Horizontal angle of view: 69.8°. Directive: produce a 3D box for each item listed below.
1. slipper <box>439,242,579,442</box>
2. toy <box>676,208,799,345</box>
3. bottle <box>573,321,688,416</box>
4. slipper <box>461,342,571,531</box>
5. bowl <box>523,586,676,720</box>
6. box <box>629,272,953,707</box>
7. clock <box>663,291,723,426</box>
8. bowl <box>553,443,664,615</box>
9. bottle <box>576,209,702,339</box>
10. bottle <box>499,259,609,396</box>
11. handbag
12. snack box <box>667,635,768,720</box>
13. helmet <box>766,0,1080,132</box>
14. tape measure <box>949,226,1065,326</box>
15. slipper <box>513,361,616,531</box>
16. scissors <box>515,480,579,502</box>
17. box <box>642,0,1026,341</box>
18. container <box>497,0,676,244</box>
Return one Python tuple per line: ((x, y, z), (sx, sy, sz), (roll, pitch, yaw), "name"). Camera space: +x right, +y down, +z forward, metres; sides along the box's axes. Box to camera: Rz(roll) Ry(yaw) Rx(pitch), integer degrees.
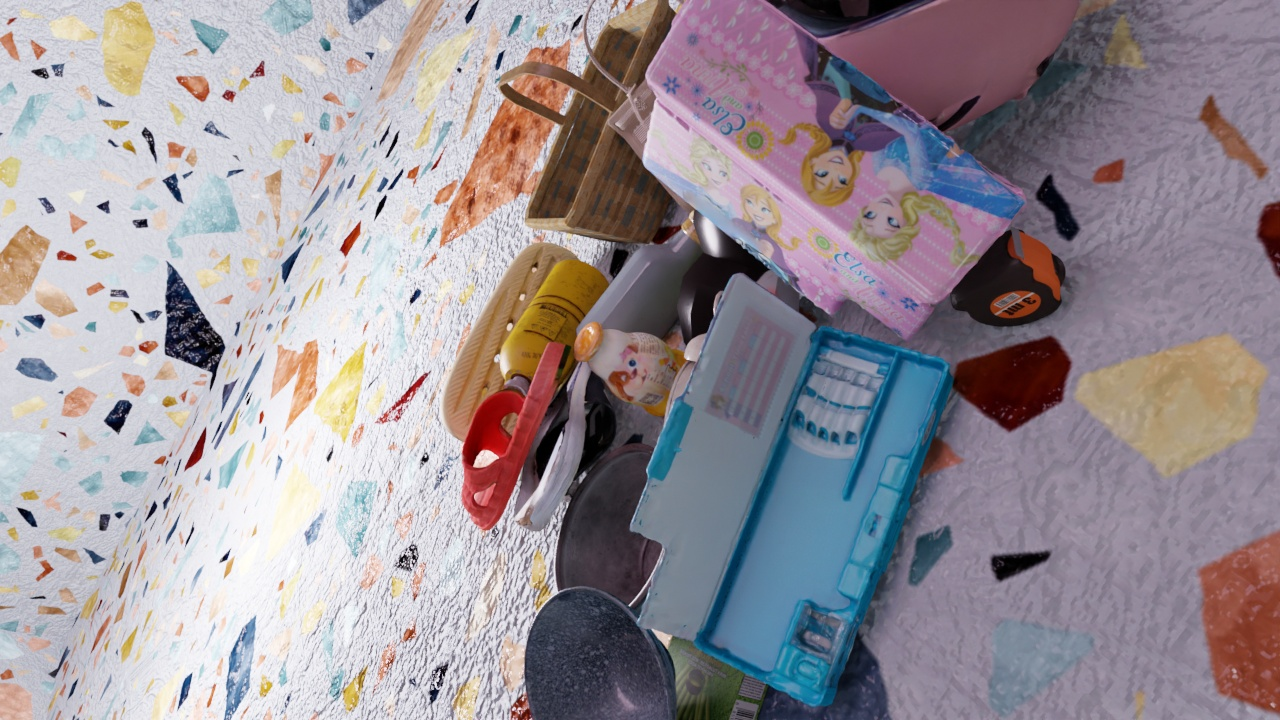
((-0.131, -0.011, 1.005), (0.079, 0.111, 0.260), (113, 177, -63), "slipper")
((0.079, -0.080, 0.705), (0.159, 0.140, 0.184), (-32, -39, -81), "toy")
((-0.005, 0.005, 0.787), (0.063, 0.109, 0.063), (-35, 40, 36), "bottle")
((-0.127, 0.070, 0.832), (0.250, 0.059, 0.103), (121, 169, -45), "slipper")
((-0.014, 0.218, 0.627), (0.137, 0.057, 0.137), (0, 91, 41), "bowl")
((0.085, 0.080, 0.584), (0.085, 0.170, 0.227), (132, 161, -82), "box")
((0.062, 0.030, 0.640), (0.061, 0.103, 0.157), (4, 103, 26), "clock")
((0.001, 0.144, 0.717), (0.145, 0.067, 0.144), (-34, 42, 38), "bowl")
((0.014, -0.067, 0.847), (0.161, 0.072, 0.046), (-51, 40, 19), "bottle")
((-0.091, -0.025, 0.920), (0.071, 0.071, 0.163), (-27, 27, 43), "bottle")
((0.036, -0.265, 0.838), (0.176, 0.198, 0.062), (-41, 20, 31), "handbag")
((0.059, 0.193, 0.637), (0.080, 0.025, 0.147), (8, 74, 57), "snack box")
((0.178, -0.232, 0.629), (0.229, 0.153, 0.255), (-28, 34, -13), "helmet")
((0.222, -0.050, 0.550), (0.058, 0.058, 0.038), (-43, 36, 51), "tape measure")
((-0.061, 0.075, 0.842), (0.111, 0.063, 0.263), (-58, 8, 15), "slipper")
((-0.111, 0.130, 0.935), (0.118, 0.014, 0.161), (-46, 33, 8), "scissors")
((0.094, -0.109, 0.561), (0.062, 0.230, 0.161), (-35, -19, -43), "box")
((-0.051, -0.252, 0.949), (0.158, 0.186, 0.250), (18, 85, 64), "container")
